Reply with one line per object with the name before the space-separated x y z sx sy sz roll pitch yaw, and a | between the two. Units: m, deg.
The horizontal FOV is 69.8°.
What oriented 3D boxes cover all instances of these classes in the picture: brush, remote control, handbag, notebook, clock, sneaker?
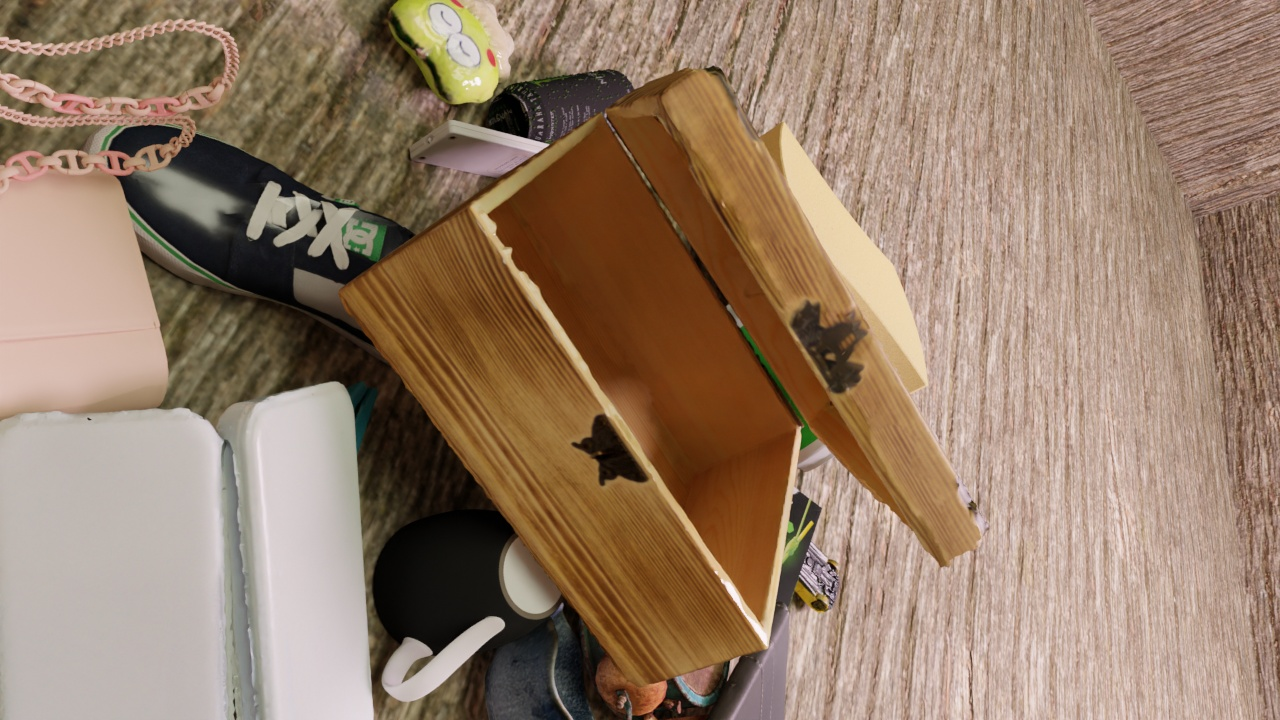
brush | 0.175 -0.087 0.889 0.250 0.075 0.194 44 30 -30
remote control | -0.098 -0.148 0.669 0.135 0.050 0.011 1 76 -48
handbag | -0.259 -0.038 0.346 0.198 0.188 0.116 -11 78 -54
notebook | 0.062 0.297 0.649 0.208 0.029 0.170 -34 131 -54
clock | 0.006 0.202 0.636 0.121 0.073 0.157 53 30 -36
sneaker | -0.186 -0.068 0.522 0.235 0.079 0.084 31 56 -37

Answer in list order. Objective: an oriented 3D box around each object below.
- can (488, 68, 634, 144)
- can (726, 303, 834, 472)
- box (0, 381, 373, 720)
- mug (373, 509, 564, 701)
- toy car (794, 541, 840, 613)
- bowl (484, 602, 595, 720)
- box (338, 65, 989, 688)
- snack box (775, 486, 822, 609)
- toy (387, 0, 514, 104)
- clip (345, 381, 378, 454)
can | -0.058 -0.199 0.728 0.137 0.054 0.054 -30 99 -49
can | 0.112 0.012 0.726 0.140 0.088 0.087 52 42 3
box | -0.196 0.119 0.426 0.185 0.084 0.211 -5 97 -53
mug | -0.100 0.140 0.528 0.085 0.100 0.118 50 46 -24
toy car | 0.146 0.186 0.840 0.107 0.030 0.048 49 47 -17
bowl | -0.063 0.207 0.567 0.110 0.055 0.110 -3 79 -89
box | 0.035 -0.018 0.547 0.279 0.221 0.258 55 24 -14
snack box | 0.097 0.162 0.777 0.080 0.025 0.147 37 49 -7
toy | -0.131 -0.234 0.669 0.092 0.046 0.115 54 35 -13
clip | -0.194 0.069 0.508 0.119 0.033 0.121 2 75 -44
